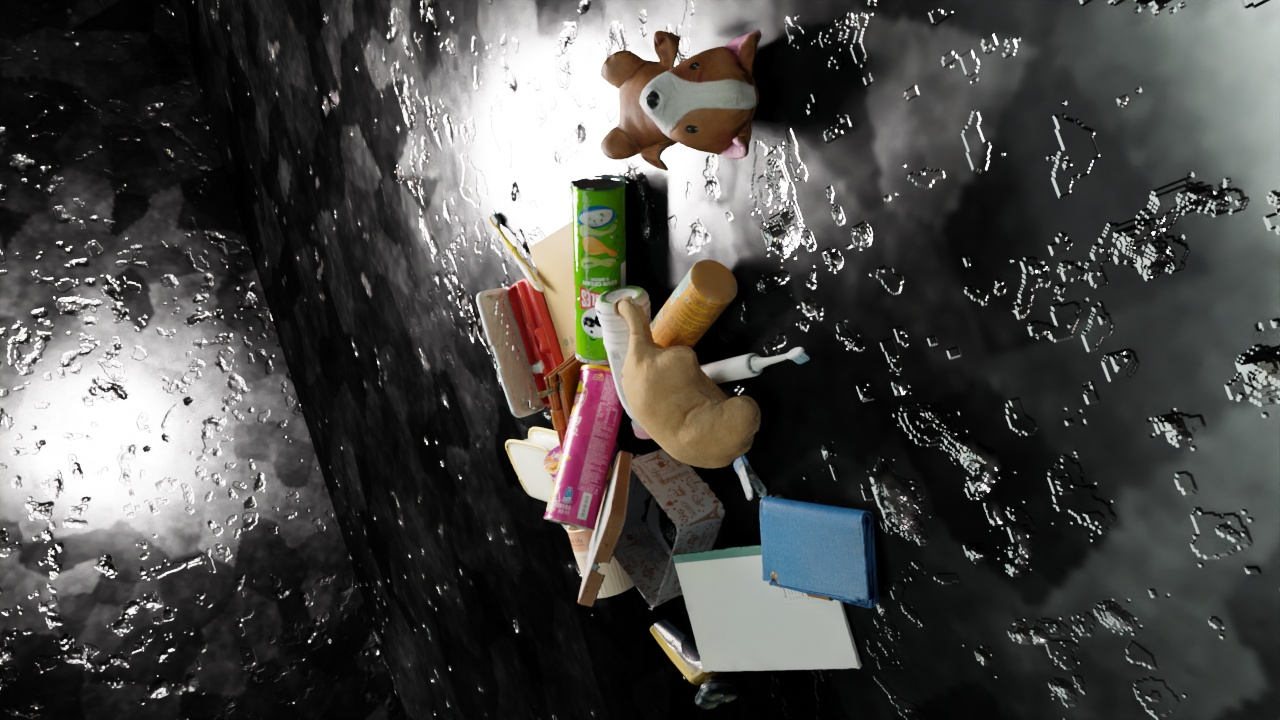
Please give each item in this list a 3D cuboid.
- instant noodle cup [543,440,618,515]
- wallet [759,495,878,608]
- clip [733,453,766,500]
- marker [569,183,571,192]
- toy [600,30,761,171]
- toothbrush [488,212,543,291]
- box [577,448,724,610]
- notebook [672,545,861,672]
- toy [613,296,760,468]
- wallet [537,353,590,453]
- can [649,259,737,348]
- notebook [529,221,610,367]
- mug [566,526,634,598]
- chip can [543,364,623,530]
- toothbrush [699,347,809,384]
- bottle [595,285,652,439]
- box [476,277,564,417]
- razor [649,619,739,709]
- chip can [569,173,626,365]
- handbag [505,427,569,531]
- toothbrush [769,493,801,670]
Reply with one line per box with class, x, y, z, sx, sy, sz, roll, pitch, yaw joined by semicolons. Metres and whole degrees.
instant noodle cup;-0.076;0.175;1.322;0.112;0.111;0.099;19;128;52
wallet;0.188;0.203;0.975;0.133;0.040;0.106;1;99;45
clip;0.124;0.138;1.074;0.056;0.028;0.024;65;147;30
marker;-0.071;-0.168;1.229;0.017;0.016;0.146;-7;99;57
toy;0.039;-0.264;0.933;0.200;0.130;0.140;15;111;43
toothbrush;-0.190;-0.168;1.402;0.191;0.016;0.018;54;135;35
box;-0.014;0.221;1.184;0.150;0.168;0.182;46;140;34
notebook;0.139;0.287;1.062;0.210;0.012;0.150;-15;91;38
toy;0.034;0.031;1.049;0.226;0.082;0.144;43;130;1
wallet;-0.090;0.063;1.271;0.035;0.118;0.131;4;114;31
can;0.055;-0.053;1.054;0.058;0.058;0.146;62;146;17
notebook;-0.097;-0.083;1.316;0.148;0.008;0.207;-17;90;57
mug;-0.056;0.286;1.372;0.114;0.081;0.106;-170;63;-84
chip can;-0.069;0.115;1.214;0.072;0.071;0.210;-5;67;57
toothbrush;0.110;0.008;1.029;0.026;0.026;0.222;39;154;-20
bottle;-0.007;0.007;1.161;0.068;0.068;0.197;23;131;51
box;-0.184;-0.017;1.395;0.096;0.099;0.201;-17;91;59
razor;0.066;0.414;1.263;0.167;0.062;0.067;34;101;51
chip can;-0.052;-0.115;1.176;0.072;0.072;0.236;30;127;47
handbag;-0.129;0.197;1.456;0.164;0.063;0.179;4;117;55
toothbrush;0.170;0.254;1.056;0.027;0.026;0.213;-4;101;24
